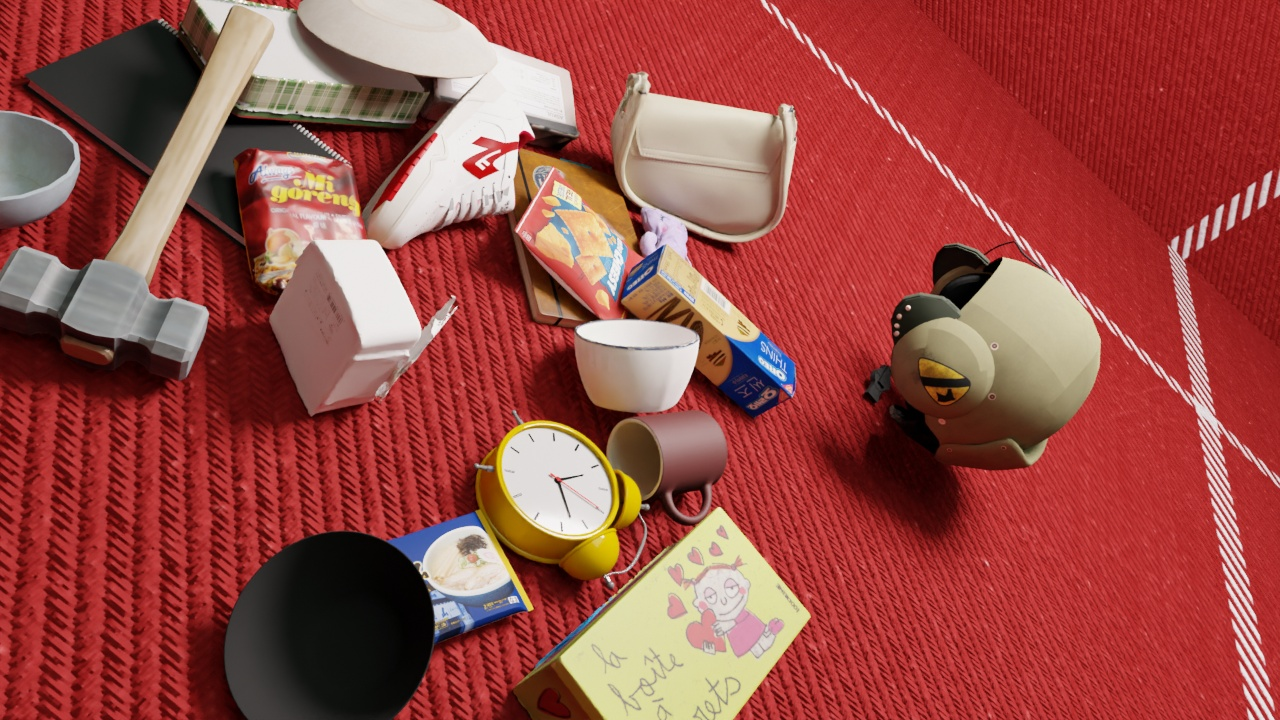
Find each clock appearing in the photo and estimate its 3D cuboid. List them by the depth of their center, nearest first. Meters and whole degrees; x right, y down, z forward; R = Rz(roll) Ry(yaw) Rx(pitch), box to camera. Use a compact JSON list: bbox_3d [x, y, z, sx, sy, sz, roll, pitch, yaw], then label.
[{"bbox_3d":[-0.061,0.112,0.740,0.152,0.052,0.113,36,39,-5],"label":"clock"}]

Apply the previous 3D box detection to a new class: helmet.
[{"bbox_3d":[0.375,0.008,1.032,0.233,0.256,0.249,44,40,5],"label":"helmet"}]

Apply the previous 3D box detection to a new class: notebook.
[{"bbox_3d":[-0.368,-0.194,0.771,0.206,0.016,0.148,38,40,-9],"label":"notebook"},{"bbox_3d":[-0.073,-0.134,0.976,0.178,0.014,0.249,8,51,-37],"label":"notebook"}]

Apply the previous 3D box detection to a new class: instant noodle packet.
[{"bbox_3d":[-0.147,0.158,0.643,0.134,0.026,0.087,-11,60,-46],"label":"instant noodle packet"},{"bbox_3d":[-0.271,-0.109,0.746,0.098,0.040,0.135,0,68,-42],"label":"instant noodle packet"}]

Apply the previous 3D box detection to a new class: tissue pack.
[{"bbox_3d":[-0.161,-0.297,1.013,0.181,0.071,0.103,2,70,-37],"label":"tissue pack"}]

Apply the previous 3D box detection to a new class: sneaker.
[{"bbox_3d":[-0.167,-0.169,0.867,0.104,0.091,0.235,44,43,-21],"label":"sneaker"}]

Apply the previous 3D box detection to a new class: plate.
[{"bbox_3d":[-0.227,-0.324,0.880,0.188,0.027,0.188,15,34,-11],"label":"plate"}]

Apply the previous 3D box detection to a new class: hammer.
[{"bbox_3d":[-0.336,-0.141,0.668,0.117,0.051,0.322,20,57,-20],"label":"hammer"}]

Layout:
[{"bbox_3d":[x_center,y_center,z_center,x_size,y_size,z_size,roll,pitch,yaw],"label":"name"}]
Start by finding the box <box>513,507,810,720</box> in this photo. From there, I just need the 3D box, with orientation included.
[{"bbox_3d":[0.023,0.221,0.693,0.124,0.082,0.220,52,38,8],"label":"box"}]

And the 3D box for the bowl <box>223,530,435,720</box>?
[{"bbox_3d":[-0.182,0.171,0.562,0.124,0.052,0.124,-1,68,1],"label":"bowl"}]

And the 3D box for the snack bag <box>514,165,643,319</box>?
[{"bbox_3d":[-0.057,-0.112,0.921,0.144,0.039,0.130,44,37,-21],"label":"snack bag"}]

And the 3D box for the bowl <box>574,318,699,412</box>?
[{"bbox_3d":[-0.005,0.005,0.841,0.116,0.066,0.116,3,15,-1],"label":"bowl"}]

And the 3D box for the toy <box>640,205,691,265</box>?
[{"bbox_3d":[0.027,-0.136,1.044,0.080,0.037,0.099,22,44,-38],"label":"toy"}]

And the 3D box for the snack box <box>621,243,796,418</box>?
[{"bbox_3d":[0.075,-0.026,0.950,0.206,0.056,0.057,41,37,-21],"label":"snack box"}]

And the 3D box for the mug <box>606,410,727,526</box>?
[{"bbox_3d":[0.031,0.097,0.813,0.082,0.073,0.105,-4,57,-43],"label":"mug"}]

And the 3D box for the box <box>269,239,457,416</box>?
[{"bbox_3d":[-0.194,-0.028,0.703,0.129,0.110,0.103,-14,66,-46],"label":"box"}]

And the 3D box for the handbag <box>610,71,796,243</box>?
[{"bbox_3d":[0.069,-0.255,1.090,0.229,0.185,0.131,4,49,-18],"label":"handbag"}]

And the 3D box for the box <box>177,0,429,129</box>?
[{"bbox_3d":[-0.306,-0.274,0.853,0.117,0.050,0.205,50,32,15],"label":"box"}]

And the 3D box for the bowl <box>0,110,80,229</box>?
[{"bbox_3d":[-0.435,-0.123,0.616,0.106,0.039,0.106,11,42,-11],"label":"bowl"}]
